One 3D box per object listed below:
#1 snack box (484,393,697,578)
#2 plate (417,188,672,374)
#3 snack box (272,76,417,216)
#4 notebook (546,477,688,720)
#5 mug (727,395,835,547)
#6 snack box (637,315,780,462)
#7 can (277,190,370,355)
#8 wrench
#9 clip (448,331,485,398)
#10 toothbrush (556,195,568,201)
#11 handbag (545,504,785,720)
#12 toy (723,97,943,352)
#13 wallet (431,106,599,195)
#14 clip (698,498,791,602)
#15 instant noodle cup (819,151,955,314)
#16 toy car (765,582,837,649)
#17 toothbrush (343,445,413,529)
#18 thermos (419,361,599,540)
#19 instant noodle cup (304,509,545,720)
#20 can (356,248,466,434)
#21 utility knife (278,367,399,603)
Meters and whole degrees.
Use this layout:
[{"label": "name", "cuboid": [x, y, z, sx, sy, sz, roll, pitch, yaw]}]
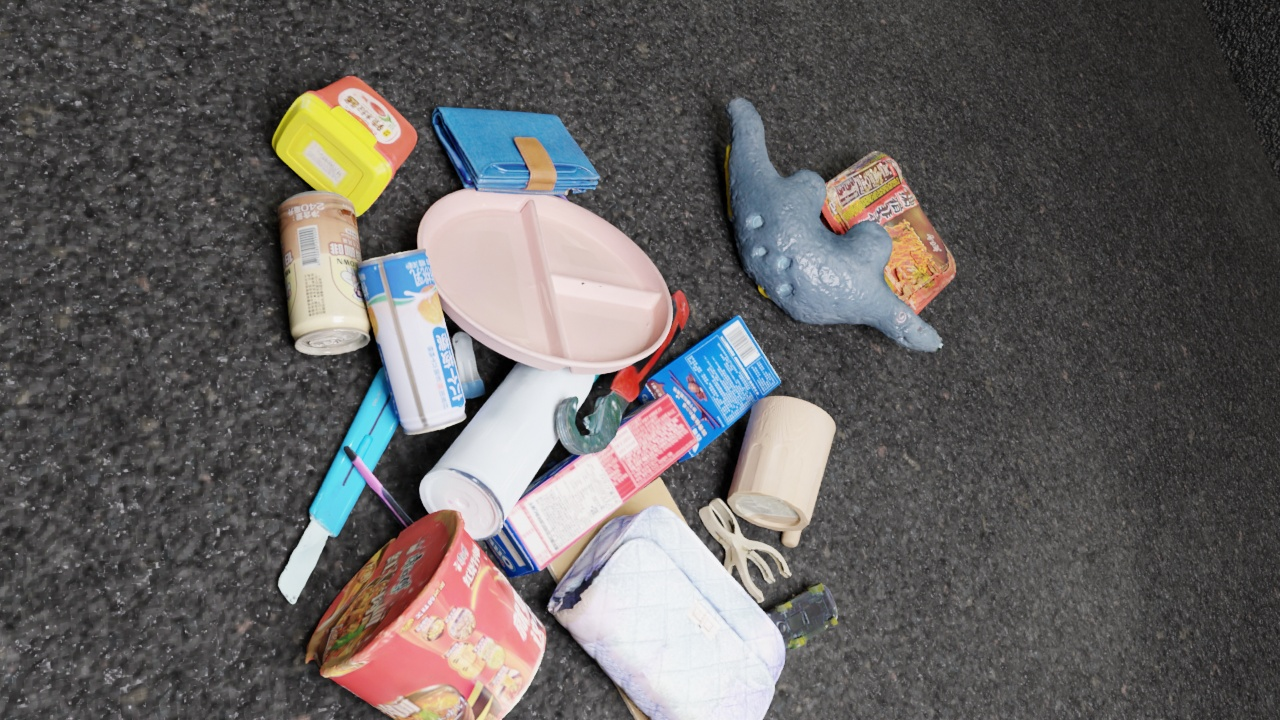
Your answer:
[{"label": "snack box", "cuboid": [-0.042, 0.102, 0.778, 0.206, 0.057, 0.058, -34, 94, -40]}, {"label": "plate", "cuboid": [-0.081, -0.071, 0.792, 0.229, 0.028, 0.229, 18, 40, -16]}, {"label": "snack box", "cuboid": [-0.237, -0.177, 0.747, 0.091, 0.082, 0.079, 42, 39, -15]}, {"label": "notebook", "cuboid": [0.020, 0.224, 0.802, 0.147, 0.008, 0.207, -29, 89, -39]}, {"label": "mug", "cuboid": [0.141, 0.111, 0.890, 0.125, 0.084, 0.103, 58, 44, -47]}, {"label": "snack box", "cuboid": [0.069, 0.025, 0.907, 0.156, 0.026, 0.084, -34, 93, -40]}, {"label": "can", "cuboid": [-0.243, -0.067, 0.705, 0.058, 0.059, 0.116, -2, 72, -36]}, {"label": "wrench", "cuboid": [-0.005, 0.005, 0.816, 0.272, 0.016, 0.056, -50, 125, -54]}, {"label": "clip", "cuboid": [-0.149, 0.005, 0.770, 0.025, 0.031, 0.057, -11, 86, -36]}, {"label": "toothbrush", "cuboid": [-0.033, -0.102, 0.899, 0.016, 0.014, 0.189, -44, 98, -26]}, {"label": "handbag", "cuboid": [0.027, 0.221, 0.753, 0.194, 0.076, 0.133, 48, 52, -9]}, {"label": "toy", "cuboid": [0.184, -0.119, 0.994, 0.137, 0.091, 0.356, -43, 91, -13]}, {"label": "wallet", "cuboid": [-0.115, -0.195, 0.850, 0.132, 0.040, 0.106, -8, 54, -37]}, {"label": "clip", "cuboid": [0.088, 0.186, 0.850, 0.103, 0.035, 0.092, 39, 52, -10]}, {"label": "instant noodle cup", "cuboid": [0.282, -0.140, 1.094, 0.164, 0.079, 0.189, -35, 92, -39]}, {"label": "toy car", "cuboid": [0.151, 0.242, 0.869, 0.090, 0.035, 0.042, -14, 81, -39]}, {"label": "toothbrush", "cuboid": [-0.163, 0.137, 0.695, 0.189, 0.014, 0.017, 55, 40, -11]}, {"label": "thermos", "cuboid": [-0.093, 0.042, 0.741, 0.073, 0.073, 0.223, 45, 39, -11]}, {"label": "instant noodle cup", "cuboid": [-0.138, 0.187, 0.631, 0.108, 0.138, 0.137, 49, 51, -19]}, {"label": "can", "cuboid": [-0.173, -0.014, 0.697, 0.053, 0.053, 0.134, -19, 100, -39]}, {"label": "utility knife", "cuboid": [-0.218, 0.086, 0.685, 0.034, 0.018, 0.198, 33, 57, -21]}]
